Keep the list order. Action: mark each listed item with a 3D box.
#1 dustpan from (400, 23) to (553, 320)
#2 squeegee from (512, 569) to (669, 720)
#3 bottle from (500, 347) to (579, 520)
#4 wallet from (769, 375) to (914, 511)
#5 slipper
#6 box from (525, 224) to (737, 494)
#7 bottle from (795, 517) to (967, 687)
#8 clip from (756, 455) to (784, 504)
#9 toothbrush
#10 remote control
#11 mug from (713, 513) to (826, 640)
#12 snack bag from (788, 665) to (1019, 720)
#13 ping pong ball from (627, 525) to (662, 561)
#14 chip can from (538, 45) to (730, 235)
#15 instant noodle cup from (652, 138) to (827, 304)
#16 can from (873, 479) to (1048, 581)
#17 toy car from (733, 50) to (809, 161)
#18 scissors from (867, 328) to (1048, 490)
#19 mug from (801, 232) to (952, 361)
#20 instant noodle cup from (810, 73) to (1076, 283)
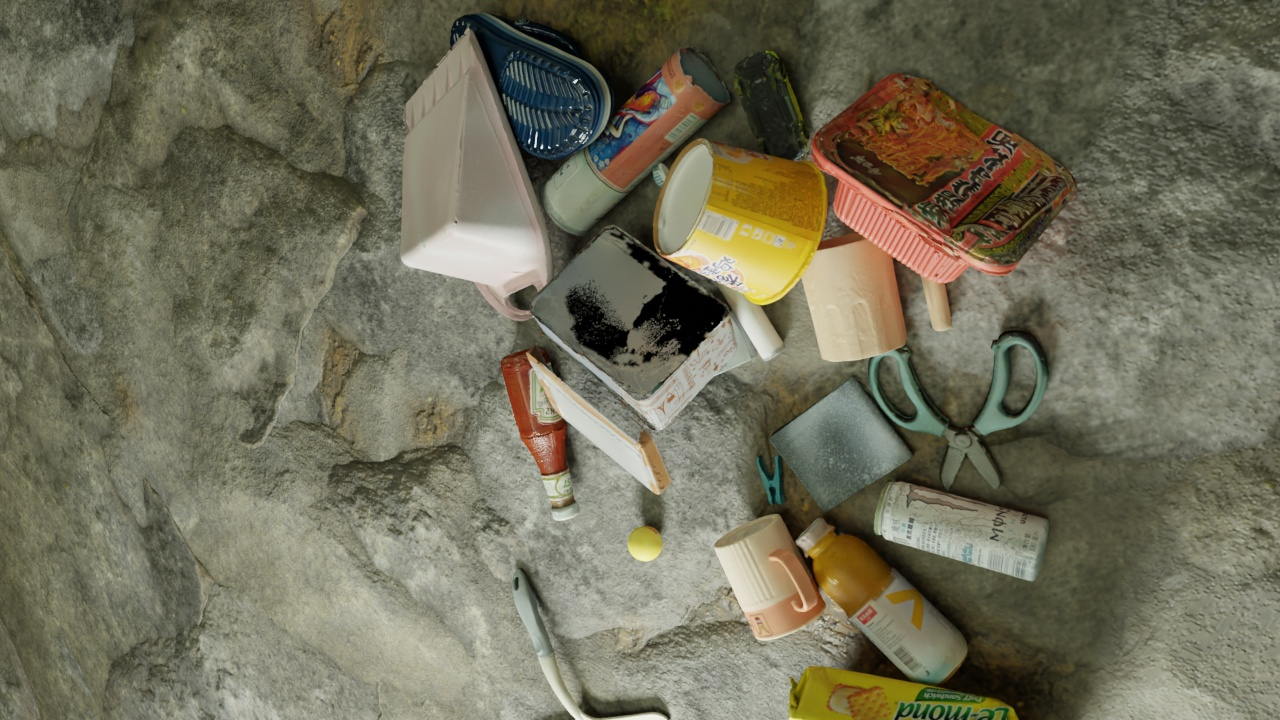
[{"bbox_3d":[-0.175,-0.187,1.022,0.223,0.138,0.273,-8,77,59],"label":"dustpan"},{"bbox_3d":[-0.115,0.389,1.195,0.247,0.039,0.246,-25,91,35],"label":"squeegee"},{"bbox_3d":[-0.113,0.089,1.087,0.060,0.059,0.206,-8,101,34],"label":"bottle"},{"bbox_3d":[0.198,0.085,0.917,0.121,0.019,0.097,-42,79,35],"label":"wallet"},{"bbox_3d":[-0.106,-0.288,0.947,0.253,0.095,0.105,38,138,36],"label":"slipper"},{"bbox_3d":[-0.002,-0.002,0.956,0.181,0.157,0.208,37,161,29],"label":"box"},{"bbox_3d":[0.234,0.236,0.910,0.189,0.067,0.068,45,123,13],"label":"bottle"},{"bbox_3d":[0.140,0.126,0.967,0.039,0.013,0.056,-8,102,34],"label":"clip"},{"bbox_3d":[0.076,-0.098,0.907,0.026,0.026,0.221,-26,100,45],"label":"toothbrush"},{"bbox_3d":[0.057,-0.004,0.973,0.135,0.019,0.056,-25,91,35],"label":"remote control"},{"bbox_3d":[0.139,0.222,0.946,0.106,0.081,0.115,64,160,2],"label":"mug"},{"bbox_3d":[0.271,0.366,0.895,0.247,0.068,0.158,2,144,30],"label":"snack bag"},{"bbox_3d":[0.005,0.212,1.062,0.040,0.040,0.040,10,110,29],"label":"ping pong ball"},{"bbox_3d":[-0.009,-0.214,0.917,0.215,0.071,0.071,-36,85,34],"label":"chip can"},{"bbox_3d":[0.082,-0.130,0.825,0.138,0.109,0.137,-46,37,49],"label":"instant noodle cup"},{"bbox_3d":[0.296,0.156,0.852,0.147,0.058,0.058,13,112,28],"label":"can"},{"bbox_3d":[0.124,-0.234,0.852,0.048,0.032,0.105,-13,109,34],"label":"toy car"},{"bbox_3d":[0.300,0.031,0.835,0.182,0.019,0.170,-41,81,33],"label":"scissors"},{"bbox_3d":[0.212,-0.064,0.830,0.125,0.084,0.103,-13,100,8],"label":"mug"},{"bbox_3d":[0.237,-0.142,0.747,0.189,0.164,0.079,40,145,16],"label":"instant noodle cup"}]
